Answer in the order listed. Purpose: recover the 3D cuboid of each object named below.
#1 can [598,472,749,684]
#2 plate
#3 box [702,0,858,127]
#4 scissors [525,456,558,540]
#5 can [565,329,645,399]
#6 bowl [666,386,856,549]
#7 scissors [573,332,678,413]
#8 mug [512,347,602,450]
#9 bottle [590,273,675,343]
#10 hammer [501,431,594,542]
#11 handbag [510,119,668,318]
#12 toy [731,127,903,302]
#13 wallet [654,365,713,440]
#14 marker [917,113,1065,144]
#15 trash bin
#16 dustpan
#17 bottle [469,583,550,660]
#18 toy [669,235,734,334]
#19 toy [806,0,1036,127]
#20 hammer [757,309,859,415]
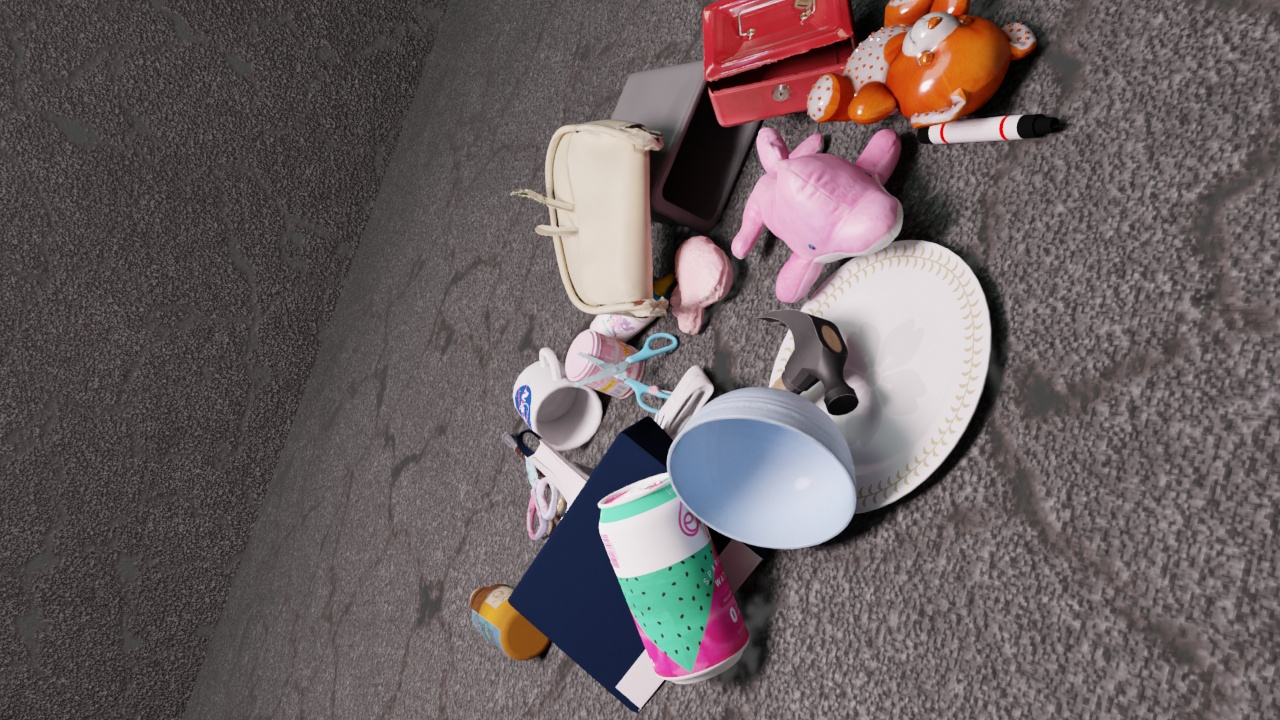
[{"bbox_3d":[0.027,0.188,0.796,0.088,0.088,0.166,-20,92,53],"label":"can"},{"bbox_3d":[0.196,0.013,0.779,0.243,0.016,0.242,-37,41,42],"label":"plate"},{"bbox_3d":[0.145,-0.329,0.952,0.158,0.087,0.129,-8,58,18],"label":"box"},{"bbox_3d":[-0.127,0.155,1.137,0.077,0.017,0.174,-64,21,16],"label":"scissors"},{"bbox_3d":[-0.044,0.005,1.116,0.067,0.076,0.067,-37,42,42],"label":"can"},{"bbox_3d":[0.103,0.076,0.744,0.151,0.150,0.074,-38,18,41],"label":"bowl"},{"bbox_3d":[-0.006,0.004,1.053,0.125,0.136,0.015,-56,-16,-24],"label":"scissors"},{"bbox_3d":[-0.108,0.042,1.165,0.090,0.091,0.121,-140,40,-59],"label":"mug"},{"bbox_3d":[-0.005,-0.064,1.125,0.147,0.051,0.051,-39,41,40],"label":"bottle"},{"bbox_3d":[-0.134,0.147,1.212,0.098,0.044,0.322,-66,27,3],"label":"hammer"},{"bbox_3d":[-0.050,-0.159,1.031,0.184,0.131,0.229,4,98,59],"label":"handbag"},{"bbox_3d":[0.149,-0.159,0.856,0.187,0.128,0.265,-54,19,5],"label":"toy"},{"bbox_3d":[0.042,0.046,0.953,0.086,0.032,0.116,-59,3,3],"label":"wallet"},{"bbox_3d":[0.289,-0.191,0.759,0.146,0.019,0.019,20,88,61],"label":"marker"},{"bbox_3d":[0.036,-0.269,1.149,0.220,0.097,0.192,25,93,62],"label":"trash bin"},{"bbox_3d":[-0.036,0.168,0.916,0.237,0.273,0.080,-57,-12,23],"label":"dustpan"},{"bbox_3d":[-0.169,0.312,1.127,0.157,0.067,0.067,4,74,59],"label":"bottle"},{"bbox_3d":[0.063,-0.085,1.031,0.105,0.053,0.108,-67,28,25],"label":"toy"},{"bbox_3d":[0.243,-0.261,0.804,0.163,0.093,0.172,-46,34,-6],"label":"toy"},{"bbox_3d":[0.086,0.077,0.871,0.306,0.040,0.132,-53,34,37],"label":"hammer"}]
